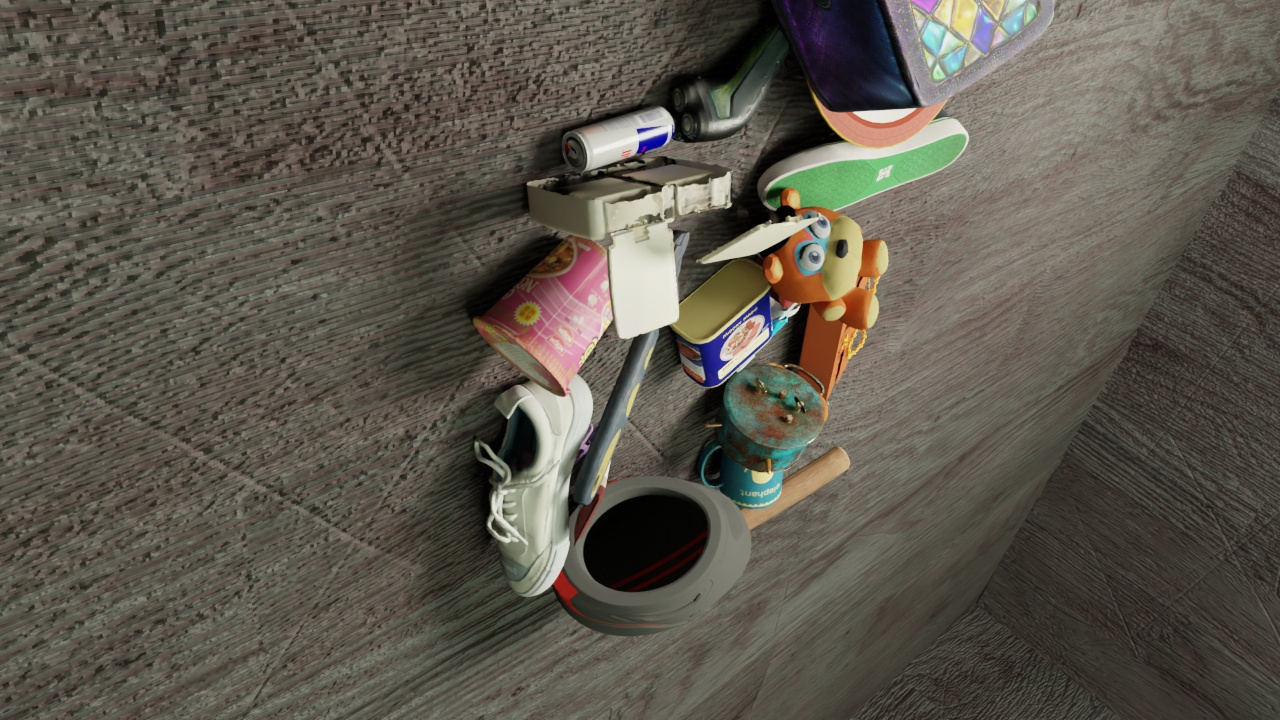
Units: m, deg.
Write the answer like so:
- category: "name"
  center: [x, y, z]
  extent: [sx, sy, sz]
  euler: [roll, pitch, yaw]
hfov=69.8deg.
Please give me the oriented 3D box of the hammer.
- category: "hammer"
  center: [0.156, 0.202, 1.250]
  extent: [0.300, 0.037, 0.158]
  euler: [-29, 144, -9]

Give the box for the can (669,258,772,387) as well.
- category: "can"
  center: [0.089, -0.037, 0.971]
  extent: [0.116, 0.056, 0.092]
  euler: [-40, 148, -16]

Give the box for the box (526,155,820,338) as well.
- category: "box"
  center: [0.023, -0.081, 0.694]
  extent: [0.143, 0.193, 0.106]
  euler: [-19, 118, -32]

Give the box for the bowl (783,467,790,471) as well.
- category: "bowl"
  center: [0.194, 0.119, 1.267]
  extent: [0.114, 0.045, 0.114]
  euler: [-32, 143, -28]

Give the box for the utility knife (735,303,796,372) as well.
- category: "utility knife"
  center: [0.146, -0.031, 1.034]
  extent: [0.022, 0.015, 0.152]
  euler: [-13, 155, -40]

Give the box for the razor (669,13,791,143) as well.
- category: "razor"
  center: [0.080, -0.241, 0.771]
  extent: [0.067, 0.054, 0.151]
  euler: [44, 78, -32]

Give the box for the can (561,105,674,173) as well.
- category: "can"
  center: [-0.016, -0.175, 0.723]
  extent: [0.095, 0.032, 0.032]
  euler: [-27, 140, -33]

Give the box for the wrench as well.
- category: "wrench"
  center: [-0.005, 0.005, 0.854]
  extent: [0.073, 0.022, 0.273]
  euler: [45, 66, -72]

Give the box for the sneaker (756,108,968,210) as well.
- category: "sneaker"
  center: [0.217, -0.217, 0.947]
  extent: [0.235, 0.079, 0.084]
  euler: [-18, 153, -15]

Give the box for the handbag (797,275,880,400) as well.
- category: "handbag"
  center: [0.253, -0.047, 1.153]
  extent: [0.108, 0.060, 0.172]
  euler: [-51, 154, -38]

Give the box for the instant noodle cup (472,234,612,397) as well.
- category: "instant noodle cup"
  center: [-0.065, -0.042, 0.750]
  extent: [0.108, 0.098, 0.098]
  euler: [-52, 149, -14]

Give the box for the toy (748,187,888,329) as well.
- category: "toy"
  center: [0.178, -0.101, 0.922]
  extent: [0.176, 0.096, 0.112]
  euler: [19, 77, -23]

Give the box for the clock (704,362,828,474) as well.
- category: "clock"
  center: [0.163, 0.056, 1.095]
  extent: [0.157, 0.121, 0.073]
  euler: [-42, 161, -33]

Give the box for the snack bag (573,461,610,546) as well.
- category: "snack bag"
  center: [-0.046, 0.125, 0.924]
  extent: [0.057, 0.013, 0.157]
  euler: [-61, -174, 19]

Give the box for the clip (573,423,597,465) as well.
- category: "clip"
  center: [-0.062, 0.087, 0.950]
  extent: [0.052, 0.013, 0.035]
  euler: [-51, 146, 4]

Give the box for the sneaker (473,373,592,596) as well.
- category: "sneaker"
  center: [-0.115, 0.123, 0.860]
  extent: [0.090, 0.089, 0.243]
  euler: [-10, 124, -41]

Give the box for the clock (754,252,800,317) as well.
- category: "clock"
  center: [0.169, -0.098, 1.019]
  extent: [0.087, 0.044, 0.124]
  euler: [-45, 147, -10]

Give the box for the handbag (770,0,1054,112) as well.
- category: "handbag"
  center: [0.212, -0.330, 0.736]
  extent: [0.204, 0.125, 0.222]
  euler: [-35, 116, -20]

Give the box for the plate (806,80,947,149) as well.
- category: "plate"
  center: [0.230, -0.315, 0.855]
  extent: [0.229, 0.021, 0.230]
  euler: [-14, 115, -31]

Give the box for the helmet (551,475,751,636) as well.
- category: "helmet"
  center: [0.008, 0.221, 1.028]
  extent: [0.264, 0.164, 0.170]
  euler: [-20, 153, -26]

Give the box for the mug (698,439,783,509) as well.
- category: "mug"
  center: [0.129, 0.127, 1.175]
  extent: [0.112, 0.084, 0.104]
  euler: [-8, 127, -11]
